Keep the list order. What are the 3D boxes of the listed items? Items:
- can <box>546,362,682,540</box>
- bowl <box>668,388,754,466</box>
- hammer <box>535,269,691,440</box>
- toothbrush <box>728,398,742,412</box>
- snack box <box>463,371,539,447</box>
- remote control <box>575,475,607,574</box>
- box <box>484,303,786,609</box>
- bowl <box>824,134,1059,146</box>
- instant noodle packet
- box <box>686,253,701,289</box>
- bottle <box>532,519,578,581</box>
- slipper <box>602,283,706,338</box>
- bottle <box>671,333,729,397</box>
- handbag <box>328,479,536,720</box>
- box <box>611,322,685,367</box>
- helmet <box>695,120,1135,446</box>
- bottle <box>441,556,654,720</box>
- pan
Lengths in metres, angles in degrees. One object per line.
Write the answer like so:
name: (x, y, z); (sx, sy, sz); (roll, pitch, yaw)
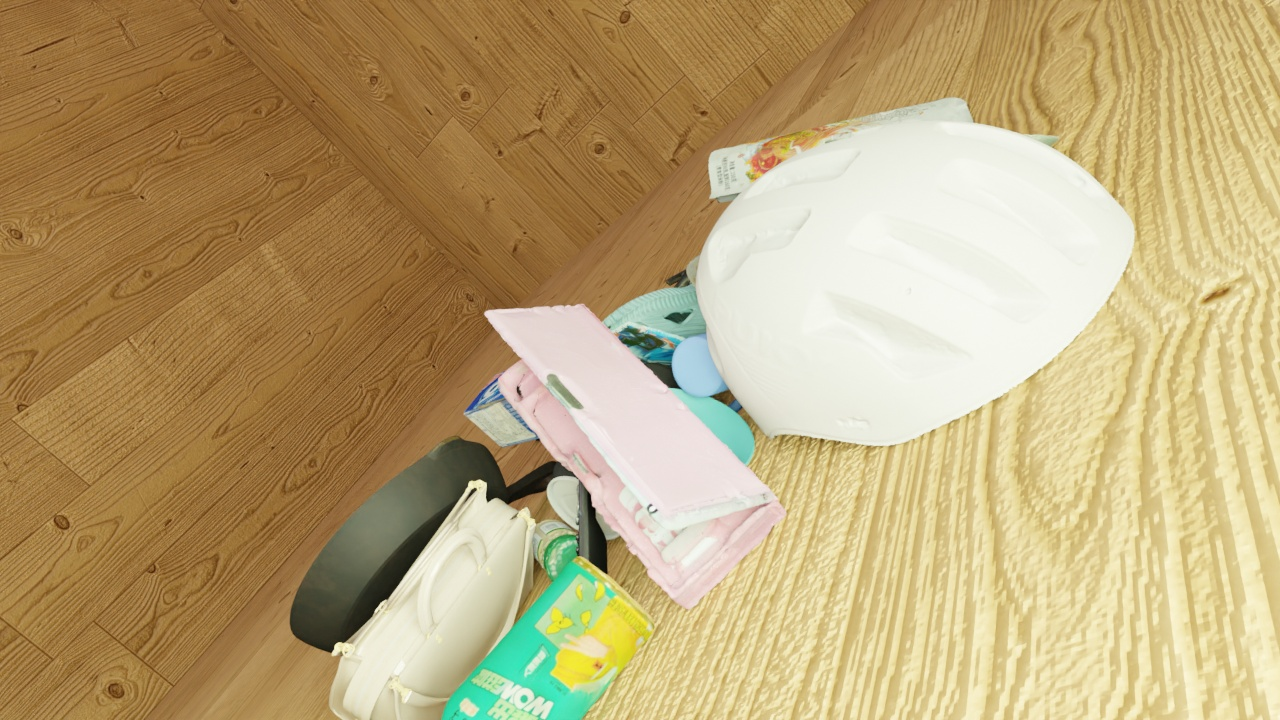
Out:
can: (-0.011, 0.073, 0.772); (0.080, 0.080, 0.145); (-30, 18, 49)
bowl: (0.021, 0.073, 0.687); (0.120, 0.121, 0.046); (-62, -19, -56)
hammer: (-0.035, -0.008, 1.268); (0.333, 0.033, 0.133); (-44, 13, 5)
toothbrush: (0.080, 0.037, 0.748); (0.132, 0.016, 0.021); (-43, -15, 4)
snack box: (-0.084, 0.031, 0.807); (0.059, 0.059, 0.227); (-54, 17, -27)
remote control: (-0.035, 0.115, 0.660); (0.045, 0.021, 0.140); (86, 180, -60)
box: (-0.021, 0.038, 0.594); (0.099, 0.098, 0.232); (-44, 51, 0)
bowl: (0.230, -0.139, 0.712); (0.174, 0.068, 0.174); (0, 9, 0)
instant noodle packet: (0.208, -0.230, 0.973); (0.270, 0.057, 0.146); (-12, 28, 20)
box: (0.153, -0.099, 0.846); (0.107, 0.095, 0.217); (-21, -4, -35)
bottle: (-0.067, 0.158, 0.760); (0.042, 0.042, 0.110); (-46, 11, -12)
slipper: (0.040, -0.042, 0.996); (0.275, 0.069, 0.116); (-28, -7, -42)
bottle: (0.080, -0.004, 0.751); (0.048, 0.048, 0.130); (-36, -12, 35)
handbag: (-0.150, 0.180, 0.690); (0.194, 0.101, 0.198); (-53, -12, -38)
box: (-0.002, 0.020, 0.891); (0.174, 0.063, 0.244); (-7, -13, -36)
helmet: (0.160, -0.049, 0.590); (0.283, 0.184, 0.223); (14, 61, 52)
bottle: (-0.082, 0.216, 0.544); (0.209, 0.068, 0.068); (-47, 12, -15)
pan: (-0.170, 0.164, 0.873); (0.355, 0.043, 0.249); (-20, -36, -59)
